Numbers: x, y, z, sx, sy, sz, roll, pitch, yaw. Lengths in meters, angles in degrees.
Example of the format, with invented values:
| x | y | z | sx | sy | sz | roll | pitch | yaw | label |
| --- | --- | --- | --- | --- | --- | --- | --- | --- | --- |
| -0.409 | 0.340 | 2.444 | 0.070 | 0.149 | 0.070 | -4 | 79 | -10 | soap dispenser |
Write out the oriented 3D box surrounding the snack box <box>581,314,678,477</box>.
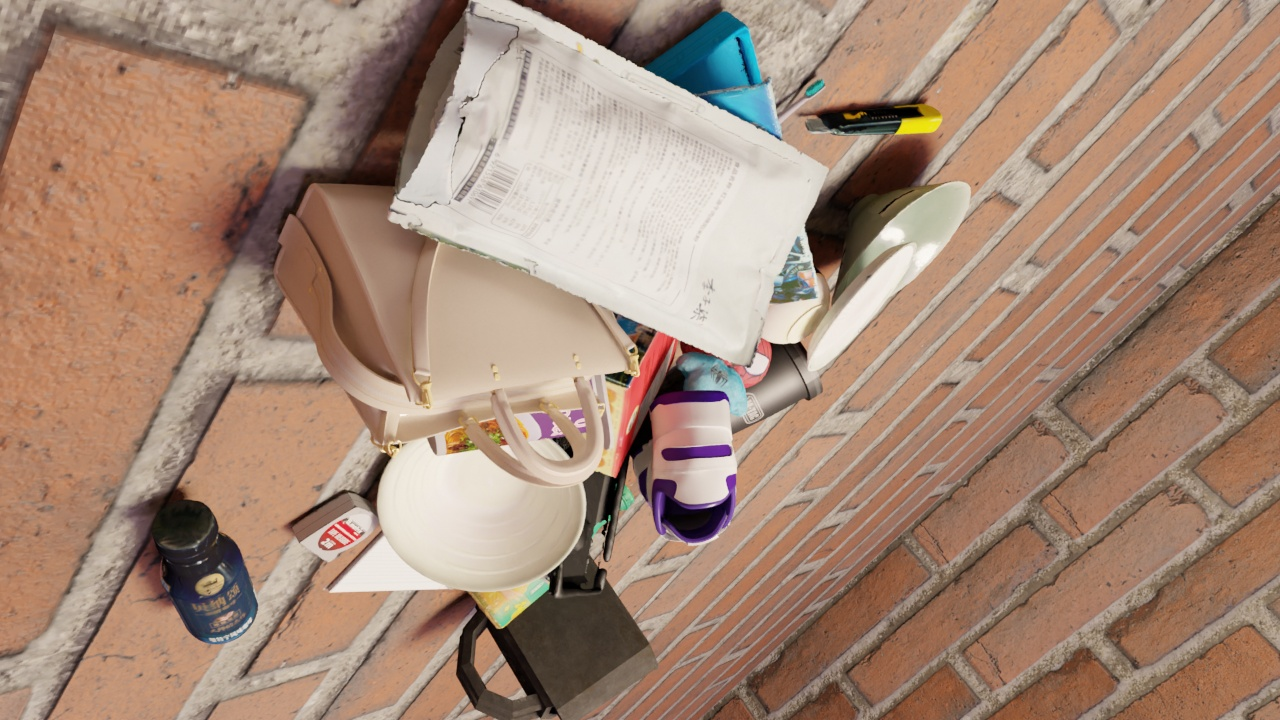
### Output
| x | y | z | sx | sy | sz | roll | pitch | yaw | label |
| --- | --- | --- | --- | --- | --- | --- | --- | --- | --- |
| -0.005 | 0.005 | 0.784 | 0.143 | 0.040 | 0.144 | 101 | 14 | -54 | snack box |

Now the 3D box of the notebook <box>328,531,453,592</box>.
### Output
| x | y | z | sx | sy | sz | roll | pitch | yaw | label |
| --- | --- | --- | --- | --- | --- | --- | --- | --- | --- |
| -0.171 | 0.152 | 0.921 | 0.246 | 0.013 | 0.177 | -45 | 152 | 13 | notebook |

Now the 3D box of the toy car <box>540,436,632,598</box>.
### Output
| x | y | z | sx | sy | sz | roll | pitch | yaw | label |
| --- | --- | --- | --- | --- | --- | --- | --- | --- | --- |
| -0.065 | 0.123 | 0.873 | 0.094 | 0.071 | 0.191 | 19 | 79 | -60 | toy car |

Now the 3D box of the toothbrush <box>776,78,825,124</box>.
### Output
| x | y | z | sx | sy | sz | roll | pitch | yaw | label |
| --- | --- | --- | --- | --- | --- | --- | --- | --- | --- |
| 0.070 | -0.160 | 0.717 | 0.188 | 0.018 | 0.019 | -38 | 149 | -1 | toothbrush |

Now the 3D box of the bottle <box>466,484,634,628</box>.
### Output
| x | y | z | sx | sy | sz | roll | pitch | yaw | label |
| --- | --- | --- | --- | --- | --- | --- | --- | --- | --- |
| -0.098 | 0.209 | 1.037 | 0.209 | 0.068 | 0.068 | -38 | 155 | -18 | bottle |

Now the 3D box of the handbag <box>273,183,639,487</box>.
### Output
| x | y | z | sx | sy | sz | roll | pitch | yaw | label |
| --- | --- | --- | --- | --- | --- | --- | --- | --- | --- |
| -0.092 | -0.008 | 0.546 | 0.194 | 0.197 | 0.102 | -8 | 148 | -47 | handbag |

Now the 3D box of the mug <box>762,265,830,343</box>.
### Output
| x | y | z | sx | sy | sz | roll | pitch | yaw | label |
| --- | --- | --- | --- | --- | --- | --- | --- | --- | --- |
| 0.132 | -0.073 | 0.855 | 0.085 | 0.089 | 0.112 | -22 | 150 | -30 | mug |

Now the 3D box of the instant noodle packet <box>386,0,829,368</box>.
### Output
| x | y | z | sx | sy | sz | roll | pitch | yaw | label |
| --- | --- | --- | --- | --- | --- | --- | --- | --- | --- |
| -0.006 | -0.100 | 0.555 | 0.269 | 0.057 | 0.147 | 19 | 98 | -35 | instant noodle packet |

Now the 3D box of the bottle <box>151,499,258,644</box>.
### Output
| x | y | z | sx | sy | sz | roll | pitch | yaw | label |
| --- | --- | --- | --- | --- | --- | --- | --- | --- | --- |
| -0.325 | 0.159 | 0.685 | 0.056 | 0.056 | 0.161 | -24 | 150 | -28 | bottle |

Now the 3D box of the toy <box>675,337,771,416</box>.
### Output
| x | y | z | sx | sy | sz | roll | pitch | yaw | label |
| --- | --- | --- | --- | --- | --- | --- | --- | --- | --- |
| 0.078 | 0.001 | 0.881 | 0.062 | 0.092 | 0.132 | -59 | -176 | 45 | toy |

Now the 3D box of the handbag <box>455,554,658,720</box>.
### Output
| x | y | z | sx | sy | sz | roll | pitch | yaw | label |
| --- | --- | --- | --- | --- | --- | --- | --- | --- | --- |
| -0.115 | 0.330 | 1.067 | 0.199 | 0.197 | 0.102 | -29 | 152 | -16 | handbag |

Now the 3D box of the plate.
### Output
| x | y | z | sx | sy | sz | roll | pitch | yaw | label |
| --- | --- | --- | --- | --- | --- | --- | --- | --- | --- |
| 0.211 | -0.054 | 0.887 | 0.156 | 0.014 | 0.157 | -42 | 161 | -18 | plate |

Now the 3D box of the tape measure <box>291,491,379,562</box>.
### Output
| x | y | z | sx | sy | sz | roll | pitch | yaw | label |
| --- | --- | --- | --- | --- | --- | --- | --- | --- | --- |
| -0.257 | 0.140 | 0.781 | 0.062 | 0.020 | 0.060 | -34 | 154 | -11 | tape measure |

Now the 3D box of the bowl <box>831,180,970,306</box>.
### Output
| x | y | z | sx | sy | sz | roll | pitch | yaw | label |
| --- | --- | --- | --- | --- | --- | --- | --- | --- | --- |
| 0.245 | -0.131 | 0.930 | 0.174 | 0.068 | 0.174 | -29 | 154 | -16 | bowl |

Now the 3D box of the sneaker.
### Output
| x | y | z | sx | sy | sz | roll | pitch | yaw | label |
| --- | --- | --- | --- | --- | --- | --- | --- | --- | --- |
| 0.045 | 0.120 | 0.836 | 0.092 | 0.111 | 0.245 | -4 | 156 | -4 | sneaker |

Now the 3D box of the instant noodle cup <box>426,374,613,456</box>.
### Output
| x | y | z | sx | sy | sz | roll | pitch | yaw | label |
| --- | --- | --- | --- | --- | --- | --- | --- | --- | --- |
| -0.101 | 0.021 | 0.678 | 0.121 | 0.136 | 0.122 | -16 | 160 | -19 | instant noodle cup |

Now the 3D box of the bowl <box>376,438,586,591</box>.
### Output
| x | y | z | sx | sy | sz | roll | pitch | yaw | label |
| --- | --- | --- | --- | --- | --- | --- | --- | --- | --- |
| -0.136 | 0.114 | 0.803 | 0.176 | 0.057 | 0.177 | -1 | 115 | -3 | bowl |

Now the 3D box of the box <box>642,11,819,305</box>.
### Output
| x | y | z | sx | sy | sz | roll | pitch | yaw | label |
| --- | --- | --- | --- | --- | --- | --- | --- | --- | --- |
| 0.074 | -0.120 | 0.673 | 0.091 | 0.085 | 0.243 | -37 | 145 | -4 | box |

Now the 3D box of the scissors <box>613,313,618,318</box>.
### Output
| x | y | z | sx | sy | sz | roll | pitch | yaw | label |
| --- | --- | --- | --- | --- | --- | --- | --- | --- | --- |
| -0.059 | -0.021 | 0.784 | 0.130 | 0.022 | 0.071 | -20 | 149 | -41 | scissors |

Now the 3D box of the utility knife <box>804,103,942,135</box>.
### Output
| x | y | z | sx | sy | sz | roll | pitch | yaw | label |
| --- | --- | --- | --- | --- | --- | --- | --- | --- | --- |
| 0.202 | -0.207 | 0.798 | 0.187 | 0.029 | 0.020 | -16 | 142 | -38 | utility knife |

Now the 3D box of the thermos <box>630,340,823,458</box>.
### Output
| x | y | z | sx | sy | sz | roll | pitch | yaw | label |
| --- | --- | --- | --- | --- | --- | --- | --- | --- | --- |
| 0.082 | 0.041 | 0.972 | 0.218 | 0.105 | 0.106 | -32 | 154 | -2 | thermos |
